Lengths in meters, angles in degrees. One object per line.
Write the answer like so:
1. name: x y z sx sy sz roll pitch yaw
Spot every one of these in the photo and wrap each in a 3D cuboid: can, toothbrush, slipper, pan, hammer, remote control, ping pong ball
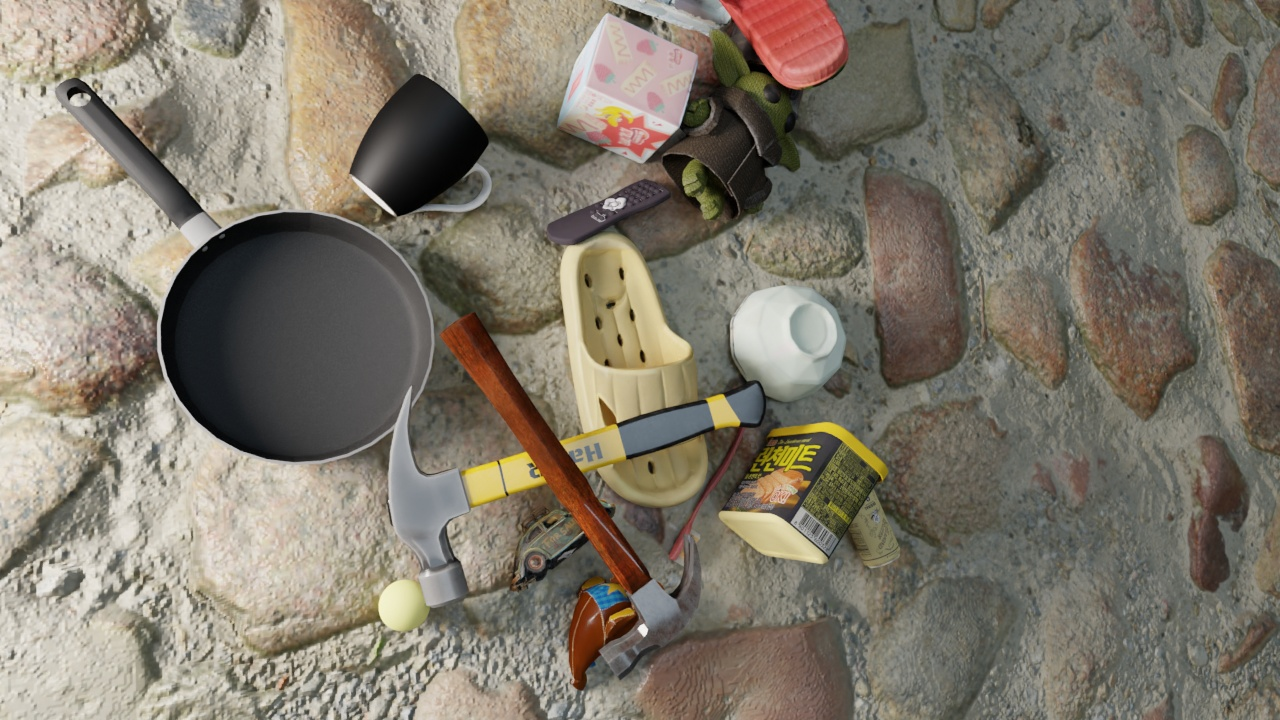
1. can: 0.141 0.120 0.824 0.072 0.131 0.101 41 72 -10
2. toothbrush: 0.075 0.108 0.862 0.015 0.015 0.184 34 70 -13
3. slipper: 0.117 -0.368 0.864 0.103 0.059 0.248 -23 70 5
4. pan: -0.321 -0.074 0.726 0.203 0.044 0.355 -44 98 -21
5. slipper: -0.005 0.005 0.817 0.111 0.079 0.261 -14 86 -19
6. hammer: -0.046 0.071 0.751 0.324 0.034 0.170 -16 90 -14
7. remote control: -0.031 -0.138 0.850 0.124 0.046 0.009 -29 131 -22
8. hammer: -0.057 0.093 0.717 0.111 0.028 0.300 -35 95 -13
9. can: 0.221 0.159 0.896 0.038 0.038 0.079 -24 90 -23
10. ping pong ball: -0.188 0.195 0.732 0.040 0.040 0.040 4 79 -20

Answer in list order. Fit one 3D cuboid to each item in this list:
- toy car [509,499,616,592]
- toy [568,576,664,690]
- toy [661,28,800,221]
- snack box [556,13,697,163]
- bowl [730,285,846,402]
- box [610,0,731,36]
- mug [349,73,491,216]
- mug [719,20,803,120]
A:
1. toy car: -0.074 0.148 0.781 0.111 0.047 0.047 -35 76 -18
2. toy: -0.019 0.238 0.794 0.090 0.071 0.103 10 100 -32
3. toy: 0.090 -0.206 0.876 0.152 0.078 0.179 -55 130 -15
4. snack box: -0.013 -0.246 0.846 0.094 0.093 0.079 19 75 -18
5. bowl: 0.150 -0.023 0.884 0.117 0.061 0.117 5 76 -21
6. box: 0.003 -0.431 0.922 0.209 0.038 0.189 12 69 -19
7. mug: -0.183 -0.165 0.783 0.100 0.085 0.119 -50 130 -8
8. mug: 0.140 -0.317 0.934 0.115 0.080 0.107 31 70 -41
